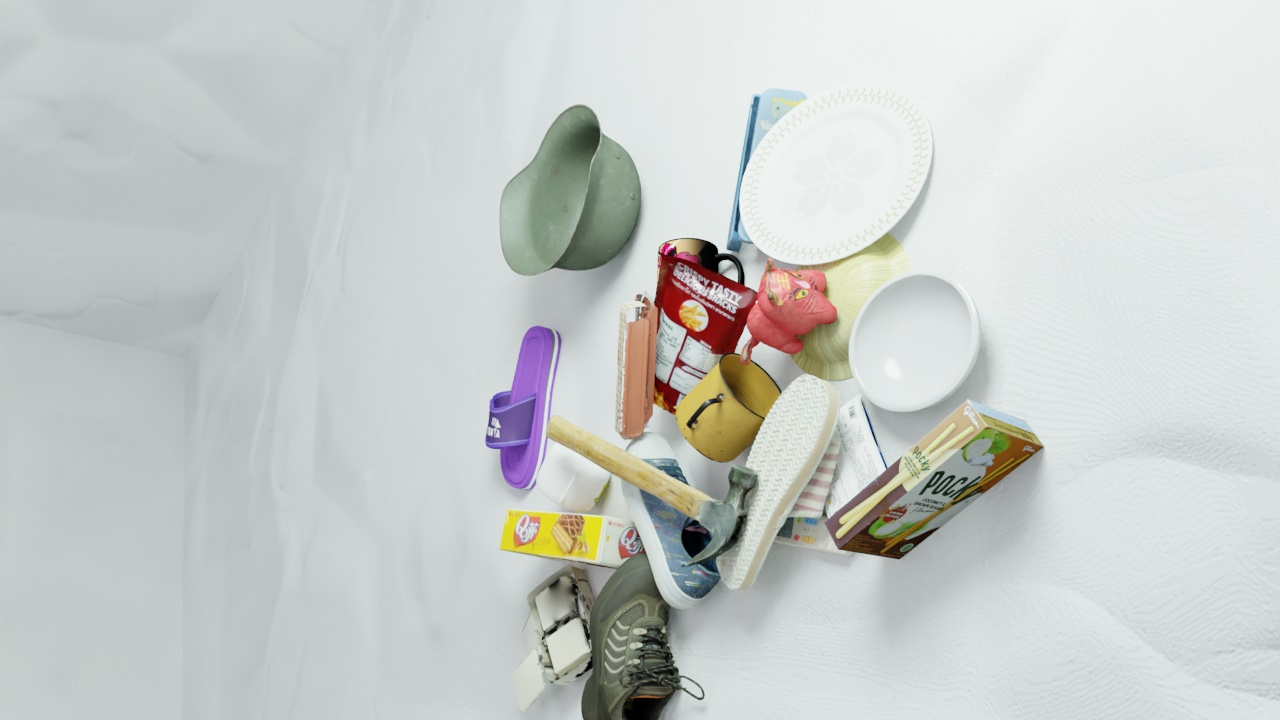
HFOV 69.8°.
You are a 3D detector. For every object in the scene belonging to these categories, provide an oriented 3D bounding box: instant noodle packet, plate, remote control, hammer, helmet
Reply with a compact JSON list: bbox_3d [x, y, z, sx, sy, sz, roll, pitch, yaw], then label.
[{"bbox_3d":[0.221,0.110,0.984,0.087,0.026,0.134,-44,37,32],"label":"instant noodle packet"},{"bbox_3d":[0.222,-0.071,1.051,0.185,0.036,0.184,-22,61,45],"label":"plate"},{"bbox_3d":[0.227,-0.220,1.084,0.243,0.016,0.242,-17,59,31],"label":"plate"},{"bbox_3d":[0.186,0.189,1.016,0.126,0.018,0.038,-1,76,51],"label":"remote control"},{"bbox_3d":[-0.005,0.138,1.119,0.331,0.033,0.132,23,102,42],"label":"hammer"},{"bbox_3d":[-0.086,-0.245,1.394,0.227,0.153,0.267,2,83,50],"label":"helmet"}]

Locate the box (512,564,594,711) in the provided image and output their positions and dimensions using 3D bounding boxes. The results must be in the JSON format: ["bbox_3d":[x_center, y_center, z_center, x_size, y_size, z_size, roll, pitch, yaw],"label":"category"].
[{"bbox_3d":[-0.125,0.395,1.299,0.188,0.058,0.144,-45,45,26],"label":"box"}]

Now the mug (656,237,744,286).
[{"bbox_3d":[0.079,-0.103,1.213,0.118,0.082,0.098,-5,71,21],"label":"mug"}]

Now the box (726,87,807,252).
[{"bbox_3d":[0.163,-0.244,1.196,0.086,0.073,0.209,9,84,12],"label":"box"}]

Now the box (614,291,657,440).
[{"bbox_3d":[-0.009,0.008,1.156,0.070,0.056,0.187,-93,5,-66],"label":"box"}]

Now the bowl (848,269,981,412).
[{"bbox_3d":[0.288,-0.017,0.944,0.150,0.043,0.149,-20,62,45],"label":"bowl"}]

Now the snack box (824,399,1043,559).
[{"bbox_3d":[0.274,0.118,0.866,0.186,0.101,0.031,-49,44,28],"label":"snack box"}]

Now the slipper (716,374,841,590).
[{"bbox_3d":[0.157,0.141,1.011,0.263,0.052,0.115,-67,25,19],"label":"slipper"}]

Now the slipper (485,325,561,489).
[{"bbox_3d":[-0.204,0.069,1.482,0.107,0.084,0.266,0,77,51],"label":"slipper"}]

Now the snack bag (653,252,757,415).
[{"bbox_3d":[0.061,-0.026,1.144,0.139,0.066,0.208,33,134,24],"label":"snack bag"}]

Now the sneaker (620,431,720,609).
[{"bbox_3d":[0.041,0.184,1.140,0.079,0.087,0.235,-43,51,38],"label":"sneaker"}]

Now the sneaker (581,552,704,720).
[{"bbox_3d":[0.004,0.362,1.107,0.143,0.101,0.238,13,92,56],"label":"sneaker"}]

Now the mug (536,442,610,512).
[{"bbox_3d":[-0.095,0.165,1.296,0.068,0.094,0.115,-62,2,11],"label":"mug"}]

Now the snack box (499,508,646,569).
[{"bbox_3d":[-0.083,0.245,1.249,0.231,0.110,0.061,-7,68,49],"label":"snack box"}]

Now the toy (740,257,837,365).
[{"bbox_3d":[0.143,-0.054,1.036,0.133,0.094,0.088,-48,45,32],"label":"toy"}]

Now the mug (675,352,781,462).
[{"bbox_3d":[0.098,0.060,1.087,0.094,0.123,0.100,-48,65,32],"label":"mug"}]
